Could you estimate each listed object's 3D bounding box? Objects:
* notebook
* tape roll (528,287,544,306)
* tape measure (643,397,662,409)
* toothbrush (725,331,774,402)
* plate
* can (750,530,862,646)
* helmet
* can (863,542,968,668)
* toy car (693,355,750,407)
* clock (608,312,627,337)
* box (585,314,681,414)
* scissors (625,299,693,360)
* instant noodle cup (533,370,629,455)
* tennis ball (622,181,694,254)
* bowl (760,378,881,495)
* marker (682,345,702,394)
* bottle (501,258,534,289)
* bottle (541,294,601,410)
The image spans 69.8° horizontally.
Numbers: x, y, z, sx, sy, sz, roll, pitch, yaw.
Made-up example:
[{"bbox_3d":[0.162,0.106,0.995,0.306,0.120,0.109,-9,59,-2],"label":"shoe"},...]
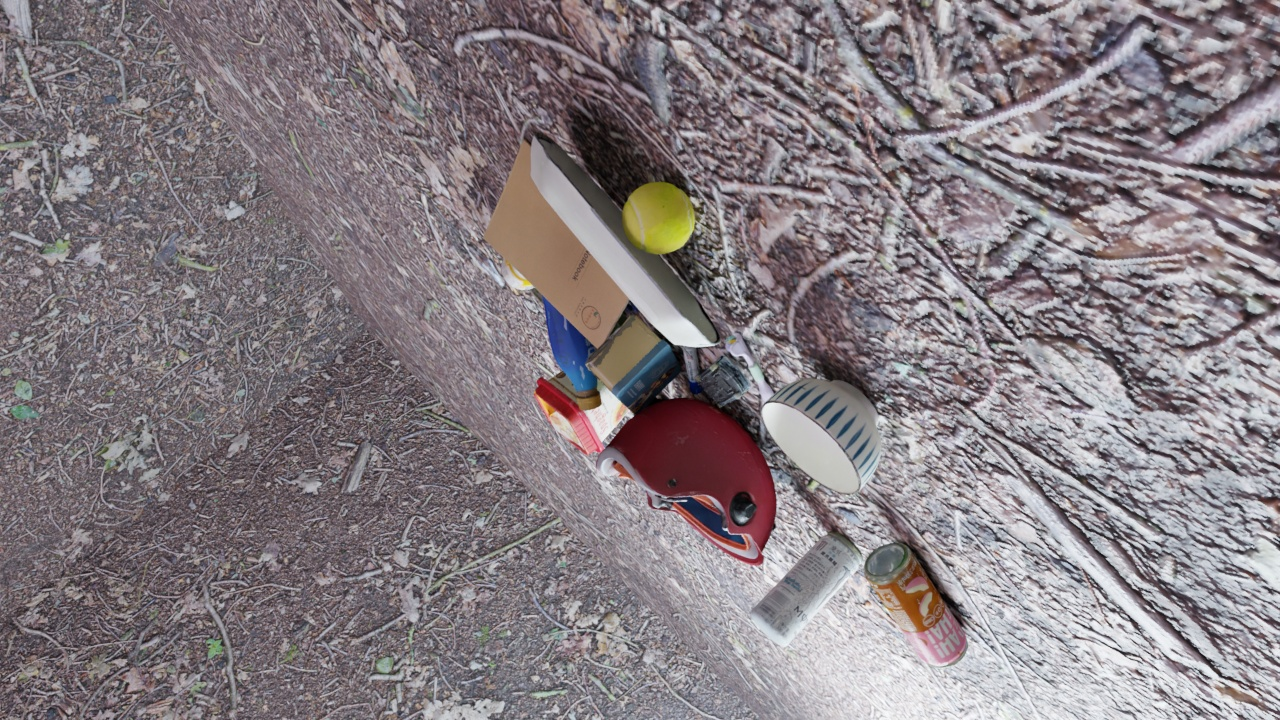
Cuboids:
[{"bbox_3d":[-0.088,-0.131,1.049,0.207,0.008,0.148,44,130,15],"label":"notebook"},{"bbox_3d":[-0.147,-0.108,1.360,0.086,0.013,0.086,43,162,17],"label":"tape roll"},{"bbox_3d":[0.030,0.082,1.302,0.057,0.039,0.058,42,157,22],"label":"tape measure"},{"bbox_3d":[0.138,0.046,0.991,0.021,0.029,0.189,-14,126,28],"label":"toothbrush"},{"bbox_3d":[-0.020,-0.109,0.890,0.265,0.034,0.162,49,-168,-2],"label":"plate"},{"bbox_3d":[0.203,0.278,1.120,0.058,0.146,0.058,43,163,17],"label":"can"},{"bbox_3d":[0.080,0.137,1.135,0.240,0.143,0.207,37,166,-18],"label":"helmet"},{"bbox_3d":[0.303,0.269,1.009,0.147,0.057,0.058,54,162,-19],"label":"can"},{"bbox_3d":[0.094,0.022,1.025,0.049,0.031,0.106,47,164,0],"label":"toy car"},{"bbox_3d":[-0.063,-0.036,1.240,0.116,0.056,0.161,47,163,7],"label":"clock"},{"bbox_3d":[-0.006,0.006,1.085,0.061,0.090,0.184,45,180,11],"label":"box"},{"bbox_3d":[0.003,-0.063,1.071,0.163,0.012,0.161,56,166,-5],"label":"scissors"},{"bbox_3d":[-0.072,0.053,1.341,0.117,0.124,0.116,33,157,40],"label":"instant noodle cup"},{"bbox_3d":[0.016,-0.128,0.828,0.065,0.065,0.065,43,163,17],"label":"tennis ball"},{"bbox_3d":[0.176,0.060,0.848,0.116,0.066,0.117,42,162,16],"label":"bowl"},{"bbox_3d":[0.059,-0.003,1.080,0.017,0.016,0.146,39,161,28],"label":"marker"},{"bbox_3d":[-0.162,-0.128,1.267,0.063,0.063,0.108,50,163,-7],"label":"bottle"},{"bbox_3d":[-0.085,-0.045,1.133,0.065,0.065,0.219,16,120,61],"label":"bottle"}]
